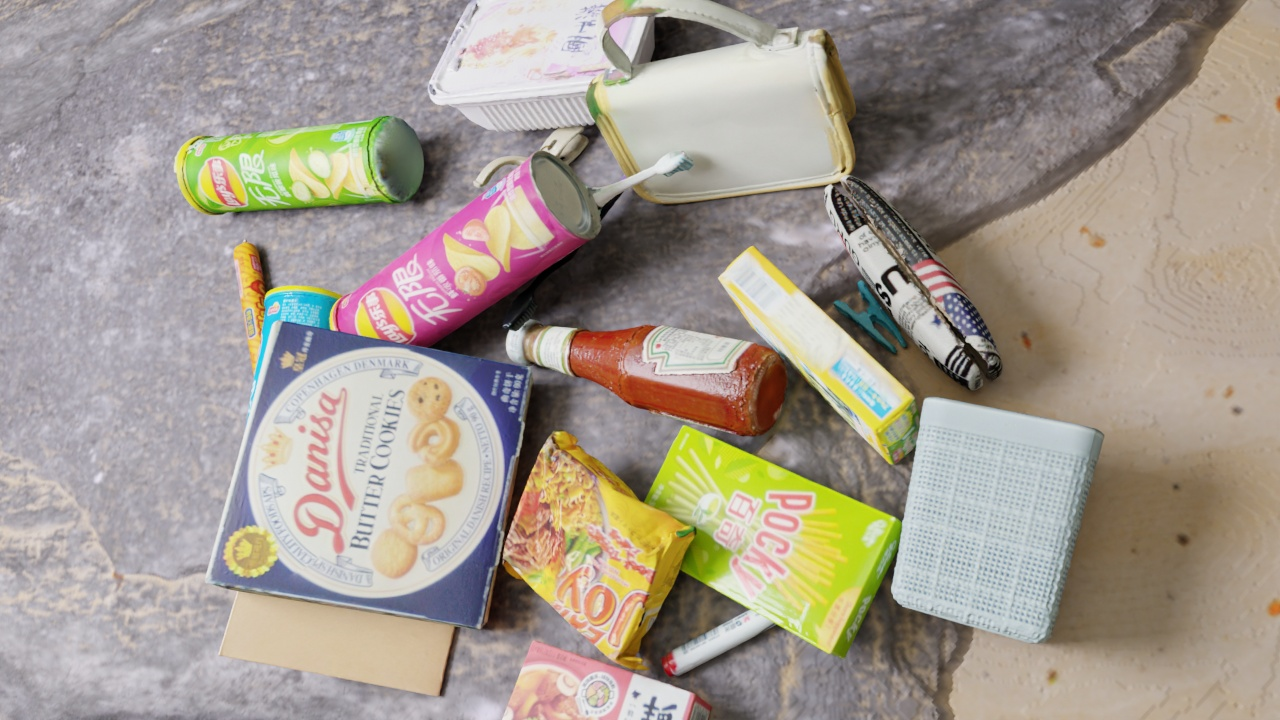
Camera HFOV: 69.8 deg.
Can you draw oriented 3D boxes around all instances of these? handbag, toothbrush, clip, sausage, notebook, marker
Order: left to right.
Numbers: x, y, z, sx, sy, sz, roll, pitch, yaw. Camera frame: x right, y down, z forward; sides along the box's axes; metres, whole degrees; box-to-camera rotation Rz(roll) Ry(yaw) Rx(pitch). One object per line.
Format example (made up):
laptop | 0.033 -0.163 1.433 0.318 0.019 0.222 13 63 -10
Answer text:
sausage | -0.330 -0.039 0.789 0.021 0.021 0.165 -26 64 11
notebook | -0.190 0.113 0.648 0.149 0.012 0.211 13 74 -5
clip | -0.083 -0.138 0.727 0.035 0.094 0.102 30 45 29
toothbrush | -0.061 -0.106 0.675 0.225 0.027 0.026 -20 65 29
toothbrush | -0.042 -0.092 0.679 0.014 0.017 0.188 20 64 37
handbag | 0.049 -0.182 0.603 0.164 0.179 0.063 -4 64 22
marker | 0.078 0.155 0.560 0.145 0.017 0.017 -31 63 9
clip | 0.152 -0.027 0.598 0.049 0.015 0.057 -37 63 3

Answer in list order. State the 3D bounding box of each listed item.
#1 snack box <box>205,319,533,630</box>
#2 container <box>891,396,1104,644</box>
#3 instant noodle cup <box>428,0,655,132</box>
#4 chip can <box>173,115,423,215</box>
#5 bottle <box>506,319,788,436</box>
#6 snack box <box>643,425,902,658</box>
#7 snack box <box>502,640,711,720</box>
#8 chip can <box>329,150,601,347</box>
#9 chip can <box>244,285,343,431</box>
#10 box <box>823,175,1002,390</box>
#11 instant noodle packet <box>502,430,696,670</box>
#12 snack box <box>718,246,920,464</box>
snack box | -0.178 0.079 0.628 0.182 0.046 0.177 11 74 -7
container | 0.190 0.089 0.499 0.090 0.090 0.111 12 78 25
instant noodle cup | -0.066 -0.237 0.723 0.174 0.060 0.137 2 56 20
chip can | -0.293 -0.166 0.792 0.222 0.072 0.072 0 71 22
bottle | -0.004 0.004 0.625 0.206 0.059 0.059 12 76 31
snack box | 0.072 0.105 0.560 0.156 0.026 0.085 22 80 37
snack box | -0.032 0.247 0.544 0.113 0.044 0.127 9 65 24
chip can | -0.129 -0.064 0.659 0.211 0.071 0.071 -30 62 27
chip can | -0.266 0.052 0.703 0.071 0.071 0.210 -5 70 20
box | 0.163 -0.049 0.574 0.060 0.071 0.164 -48 55 28
instant noodle packet | -0.029 0.121 0.578 0.128 0.044 0.111 32 110 35
snack box | 0.112 -0.002 0.563 0.034 0.087 0.140 -41 62 3
